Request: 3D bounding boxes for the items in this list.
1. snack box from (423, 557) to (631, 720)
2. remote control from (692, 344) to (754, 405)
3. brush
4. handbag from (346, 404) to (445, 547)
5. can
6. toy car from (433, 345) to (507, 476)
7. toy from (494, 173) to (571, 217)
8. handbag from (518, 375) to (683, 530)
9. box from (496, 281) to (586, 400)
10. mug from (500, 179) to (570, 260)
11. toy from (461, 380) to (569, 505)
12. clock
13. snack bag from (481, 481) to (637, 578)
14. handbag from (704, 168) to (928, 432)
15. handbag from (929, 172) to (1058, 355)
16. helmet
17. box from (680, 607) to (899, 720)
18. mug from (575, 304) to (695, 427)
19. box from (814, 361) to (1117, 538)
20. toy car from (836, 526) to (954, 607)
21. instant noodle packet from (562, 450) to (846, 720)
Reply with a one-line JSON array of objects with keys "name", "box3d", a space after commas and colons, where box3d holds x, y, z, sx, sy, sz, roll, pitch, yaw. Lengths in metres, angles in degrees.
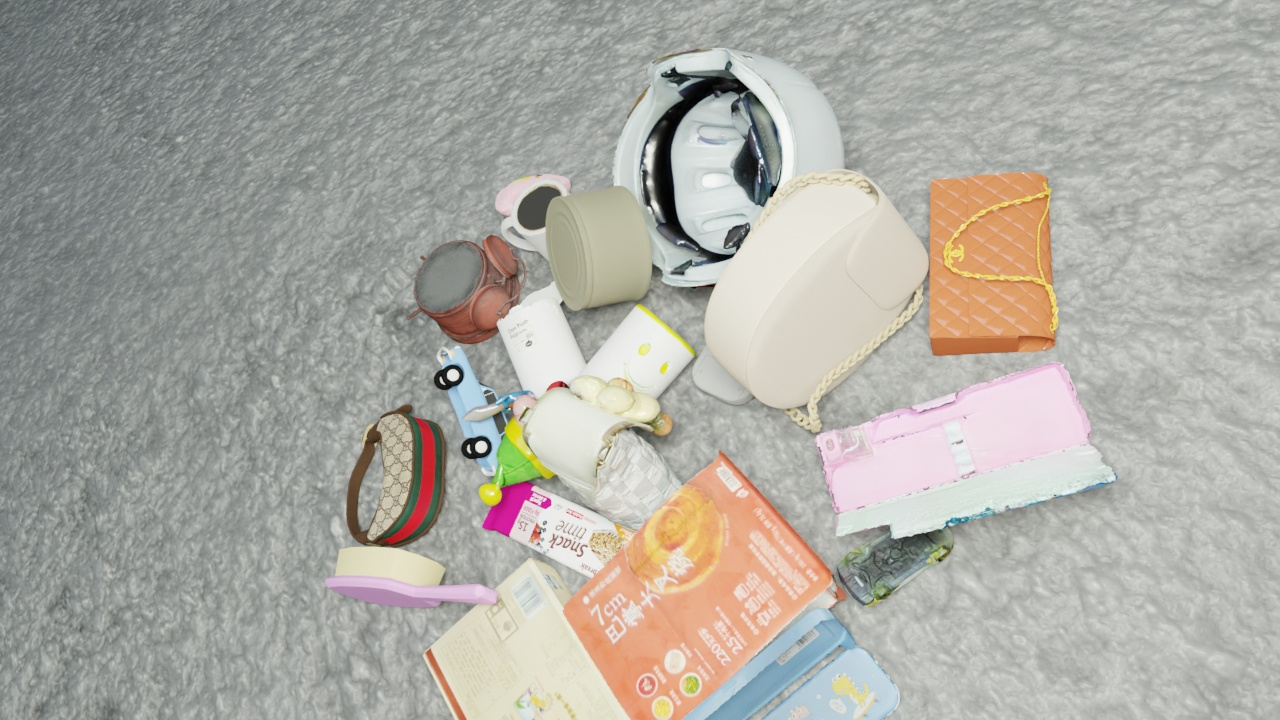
[{"name": "snack box", "box3d": [-0.101, 0.322, 0.890, 0.153, 0.055, 0.207, -42, 56, 2]}, {"name": "remote control", "box3d": [0.116, -0.026, 0.965, 0.074, 0.019, 0.151, 25, 80, 33]}, {"name": "brush", "box3d": [-0.234, 0.229, 0.963, 0.229, 0.089, 0.043, -9, 58, 36]}, {"name": "handbag", "box3d": [-0.295, 0.134, 1.075, 0.139, 0.063, 0.166, -20, 60, 28]}, {"name": "can", "box3d": [-0.048, -0.121, 0.997, 0.073, 0.128, 0.127, -13, 55, -22]}, {"name": "toy car", "box3d": [-0.184, 0.054, 1.023, 0.054, 0.056, 0.153, -22, 92, -24]}, {"name": "toy", "box3d": [-0.144, -0.201, 1.143, 0.103, 0.093, 0.050, -13, 103, 25]}, {"name": "handbag", "box3d": [-0.021, 0.087, 0.893, 0.113, 0.171, 0.123, 19, 69, 39]}, {"name": "box", "box3d": [-0.107, -0.028, 1.053, 0.083, 0.143, 0.136, -24, 89, 19]}, {"name": "mug", "box3d": [-0.113, -0.157, 1.096, 0.105, 0.089, 0.073, -10, 63, 22]}, {"name": "toy", "box3d": [-0.117, 0.088, 0.971, 0.132, 0.124, 0.096, -30, 20, 23]}, {"name": "clock", "box3d": [-0.203, -0.089, 1.120, 0.158, 0.072, 0.120, -4, 66, 26]}, {"name": "snack bag", "box3d": [-0.083, 0.180, 0.970, 0.197, 0.016, 0.070, 19, 78, 32]}, {"name": "handbag", "box3d": [0.165, -0.052, 0.836, 0.209, 0.210, 0.103, -51, 55, 9]}, {"name": "handbag", "box3d": [0.332, -0.096, 0.868, 0.109, 0.060, 0.171, -1, 67, 22]}, {"name": "helmet", "box3d": [0.099, -0.198, 0.957, 0.265, 0.163, 0.236, -3, 93, 52]}, {"name": "box", "box3d": [0.111, 0.312, 0.792, 0.209, 0.049, 0.120, -41, 97, 4]}, {"name": "mug", "box3d": [-0.006, 0.006, 0.973, 0.106, 0.082, 0.082, -49, 56, -1]}, {"name": "box", "box3d": [0.277, 0.096, 0.803, 0.231, 0.066, 0.158, -20, 36, 17]}, {"name": "toy car", "box3d": [0.225, 0.175, 0.810, 0.105, 0.033, 0.048, -32, 54, -6]}, {"name": "instant noodle packet", "box3d": [0.048, 0.216, 0.836, 0.221, 0.084, 0.164, -40, 57, -2]}]
